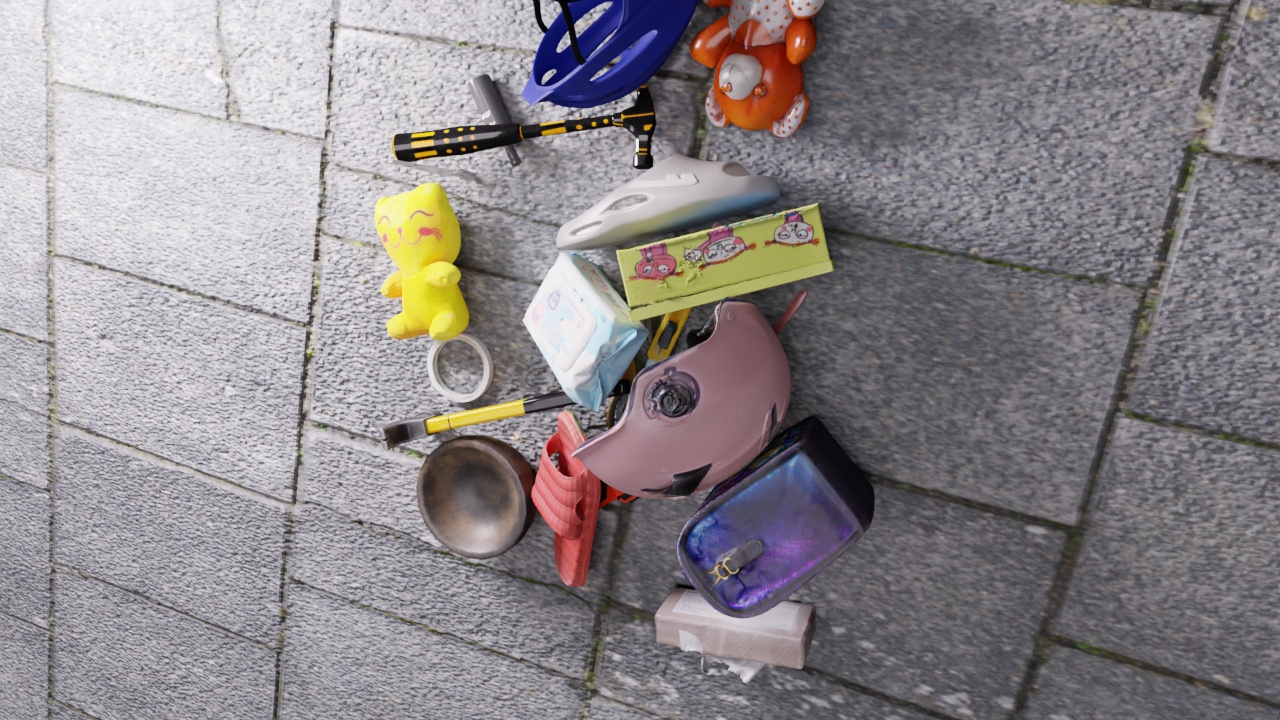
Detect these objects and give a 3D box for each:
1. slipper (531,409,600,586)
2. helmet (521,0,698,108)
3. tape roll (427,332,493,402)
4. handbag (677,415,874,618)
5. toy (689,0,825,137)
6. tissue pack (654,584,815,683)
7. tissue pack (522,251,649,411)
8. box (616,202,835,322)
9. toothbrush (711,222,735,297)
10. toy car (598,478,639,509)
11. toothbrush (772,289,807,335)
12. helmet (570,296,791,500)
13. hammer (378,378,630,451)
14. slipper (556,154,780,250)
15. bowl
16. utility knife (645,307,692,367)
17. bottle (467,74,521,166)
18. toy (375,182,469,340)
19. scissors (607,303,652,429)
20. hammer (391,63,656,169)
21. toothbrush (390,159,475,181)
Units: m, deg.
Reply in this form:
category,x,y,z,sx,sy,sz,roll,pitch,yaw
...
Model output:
category,x,y,z,sx,sy,sz,roll,pitch,yaw
slipper,-0.097,0.179,1.126,0.103,0.059,0.249,44,137,52
helmet,-0.060,-0.380,0.957,0.242,0.227,0.147,-48,39,11
tape roll,-0.237,0.009,1.209,0.093,0.013,0.093,4,102,19
handbag,0.135,0.177,1.009,0.222,0.204,0.125,-39,86,16
toy,0.123,-0.329,0.967,0.164,0.092,0.173,21,112,38
tissue pack,0.112,0.326,1.099,0.181,0.103,0.071,7,105,17
tissue pack,-0.067,-0.037,1.069,0.112,0.070,0.182,-55,43,19
box,0.097,-0.106,0.994,0.221,0.124,0.082,-11,95,12
toothbrush,0.102,-0.093,1.064,0.022,0.016,0.135,-12,97,13
toy car,-0.019,0.153,1.138,0.100,0.051,0.049,-38,84,22
toothbrush,0.138,-0.008,1.069,0.015,0.015,0.185,40,109,15
helmet,0.055,0.060,0.984,0.255,0.230,0.152,-38,89,-16
hammer,-0.168,0.063,1.131,0.325,0.169,0.034,-12,92,13
slipper,0.021,-0.188,1.036,0.266,0.112,0.080,-12,85,27
bowl,-0.205,0.172,1.199,0.162,0.070,0.162,4,102,19
utility knife,0.034,-0.030,1.092,0.030,0.019,0.219,28,105,13
bottle,-0.174,-0.289,1.117,0.030,0.030,0.113,-24,92,22
toy,-0.265,-0.121,1.156,0.135,0.087,0.194,-6,95,38
scissors,-0.007,0.005,1.123,0.134,0.016,0.228,-11,96,21
hammer,-0.140,-0.271,1.079,0.321,0.036,0.123,-4,88,10
toothbrush,-0.242,-0.225,1.073,0.010,0.181,0.010,45,107,10
